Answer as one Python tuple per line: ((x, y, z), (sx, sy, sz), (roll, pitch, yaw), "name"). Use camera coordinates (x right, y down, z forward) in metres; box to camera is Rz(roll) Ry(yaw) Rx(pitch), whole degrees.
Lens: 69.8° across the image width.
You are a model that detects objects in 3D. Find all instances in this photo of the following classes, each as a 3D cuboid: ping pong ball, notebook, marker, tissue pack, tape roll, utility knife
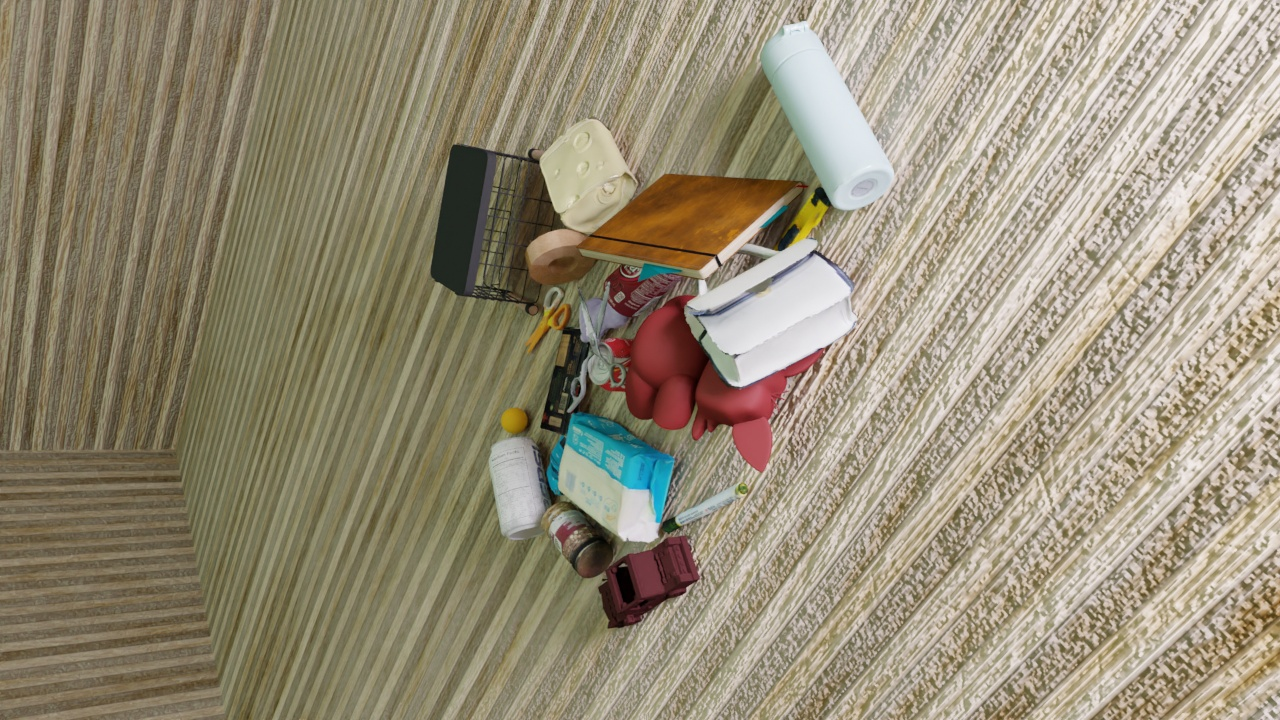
((-0.192, 0.092, 1.400), (0.040, 0.040, 0.040), (-6, 82, 52), "ping pong ball")
((0.048, -0.151, 1.027), (0.250, 0.178, 0.014), (18, 145, 52), "notebook")
((0.074, 0.172, 1.066), (0.147, 0.017, 0.017), (-36, 59, 45), "marker")
((-0.039, 0.145, 1.176), (0.209, 0.066, 0.117), (23, 106, 52), "tissue pack")
((-0.111, -0.142, 1.269), (0.094, 0.093, 0.027), (-43, 55, 42), "tape roll")
((0.152, -0.112, 0.990), (0.176, 0.017, 0.030), (-59, 36, 35), "utility knife")

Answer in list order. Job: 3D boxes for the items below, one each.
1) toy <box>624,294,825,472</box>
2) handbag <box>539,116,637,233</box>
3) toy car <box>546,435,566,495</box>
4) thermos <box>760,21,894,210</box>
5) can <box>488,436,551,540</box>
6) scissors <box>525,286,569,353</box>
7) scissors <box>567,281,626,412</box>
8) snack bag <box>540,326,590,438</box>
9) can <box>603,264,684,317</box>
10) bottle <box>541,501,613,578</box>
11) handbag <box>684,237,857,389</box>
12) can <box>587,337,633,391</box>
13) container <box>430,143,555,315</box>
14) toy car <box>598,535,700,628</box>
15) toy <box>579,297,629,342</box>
((0.081, 0.014, 0.982), (0.197, 0.120, 0.158), (24, 79, 29), "toy")
((-0.071, -0.252, 1.237), (0.111, 0.081, 0.119), (-41, 53, 28), "handbag")
((-0.109, 0.144, 1.294), (0.048, 0.032, 0.105), (49, 126, 42), "toy car")
((0.182, -0.248, 0.919), (0.078, 0.065, 0.206), (85, 167, -62), "thermos")
((-0.174, 0.186, 1.338), (0.078, 0.078, 0.136), (-38, 58, 45), "can")
((-0.146, -0.059, 1.373), (0.132, 0.012, 0.073), (-41, 55, 42), "scissors")
((-0.059, -0.010, 1.082), (0.141, 0.014, 0.172), (56, 130, 35), "scissors")
((-0.103, 0.028, 1.289), (0.075, 0.018, 0.155), (10, 85, 54), "snack bag")
((0.007, -0.104, 1.136), (0.114, 0.063, 0.063), (-38, 58, 44), "can")
((-0.086, 0.240, 1.237), (0.105, 0.056, 0.056), (39, 117, 47), "bottle")
((0.112, -0.073, 0.924), (0.176, 0.151, 0.074), (56, 170, 44), "handbag")
((-0.007, 0.006, 1.111), (0.064, 0.104, 0.064), (-6, 82, 52), "can")
((-0.211, -0.201, 1.365), (0.163, 0.130, 0.241), (29, 110, 56), "container")
((-0.003, 0.275, 1.120), (0.170, 0.061, 0.070), (-44, 54, 41), "toy car")
((-0.047, -0.070, 1.228), (0.100, 0.036, 0.080), (-22, 60, 45), "toy")
